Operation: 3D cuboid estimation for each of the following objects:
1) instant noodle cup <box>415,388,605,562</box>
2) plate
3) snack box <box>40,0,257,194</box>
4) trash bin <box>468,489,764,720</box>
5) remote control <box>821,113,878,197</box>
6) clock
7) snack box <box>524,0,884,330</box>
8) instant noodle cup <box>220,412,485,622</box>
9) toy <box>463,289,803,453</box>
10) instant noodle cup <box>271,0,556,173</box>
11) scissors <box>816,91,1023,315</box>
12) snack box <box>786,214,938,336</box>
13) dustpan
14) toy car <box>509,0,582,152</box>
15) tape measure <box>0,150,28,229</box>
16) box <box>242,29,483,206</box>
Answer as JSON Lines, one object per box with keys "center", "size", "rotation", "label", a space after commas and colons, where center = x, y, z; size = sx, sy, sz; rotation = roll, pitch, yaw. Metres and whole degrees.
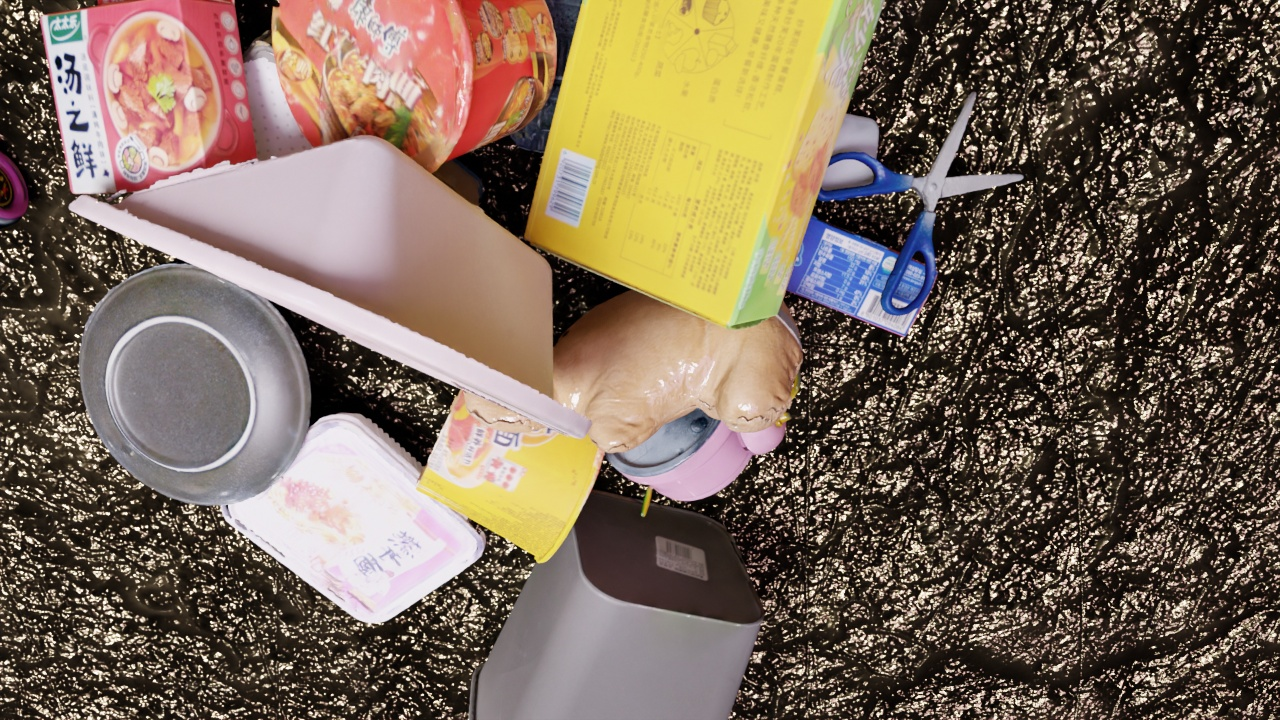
{"center": [-0.095, 0.066, 0.684], "size": [0.110, 0.137, 0.138], "rotation": [25, 114, -10], "label": "instant noodle cup"}
{"center": [-0.323, 0.022, 0.653], "size": [0.179, 0.024, 0.179], "rotation": [2, 104, 7], "label": "plate"}
{"center": [-0.284, -0.162, 0.530], "size": [0.113, 0.044, 0.127], "rotation": [3, 104, 23], "label": "snack box"}
{"center": [-0.017, 0.247, 0.766], "size": [0.198, 0.199, 0.220], "rotation": [16, 110, -17], "label": "trash bin"}
{"center": [0.103, -0.144, 0.617], "size": [0.135, 0.020, 0.056], "rotation": [1, 100, -28], "label": "remote control"}
{"center": [0.049, 0.039, 0.691], "size": [0.159, 0.117, 0.060], "rotation": [-35, 128, 16], "label": "clock"}
{"center": [0.033, -0.143, 0.545], "size": [0.158, 0.069, 0.210], "rotation": [25, 109, 25], "label": "snack box"}
{"center": [-0.223, 0.117, 0.734], "size": [0.138, 0.060, 0.173], "rotation": [-35, 119, 13], "label": "instant noodle cup"}
{"center": [-0.004, 0.004, 0.626], "size": [0.226, 0.143, 0.082], "rotation": [-10, 124, 12], "label": "toy"}
{"center": [-0.121, -0.178, 0.526], "size": [0.138, 0.108, 0.138], "rotation": [12, 115, 26], "label": "instant noodle cup"}
{"center": [0.192, -0.111, 0.635], "size": [0.175, 0.012, 0.162], "rotation": [4, 91, -18], "label": "scissors"}
{"center": [0.107, -0.080, 0.656], "size": [0.207, 0.058, 0.057], "rotation": [19, 105, -17], "label": "snack box"}
{"center": [-0.162, -0.014, 0.518], "size": [0.274, 0.138, 0.222], "rotation": [-13, 156, 29], "label": "dustpan"}
{"center": [-0.055, -0.192, 0.587], "size": [0.054, 0.036, 0.121], "rotation": [-1, 121, -22], "label": "toy car"}
{"center": [-0.424, -0.109, 0.581], "size": [0.039, 0.057, 0.058], "rotation": [-14, 163, 5], "label": "tape measure"}
{"center": [-0.187, -0.125, 0.602], "size": [0.090, 0.059, 0.184], "rotation": [-42, 118, 18], "label": "box"}
